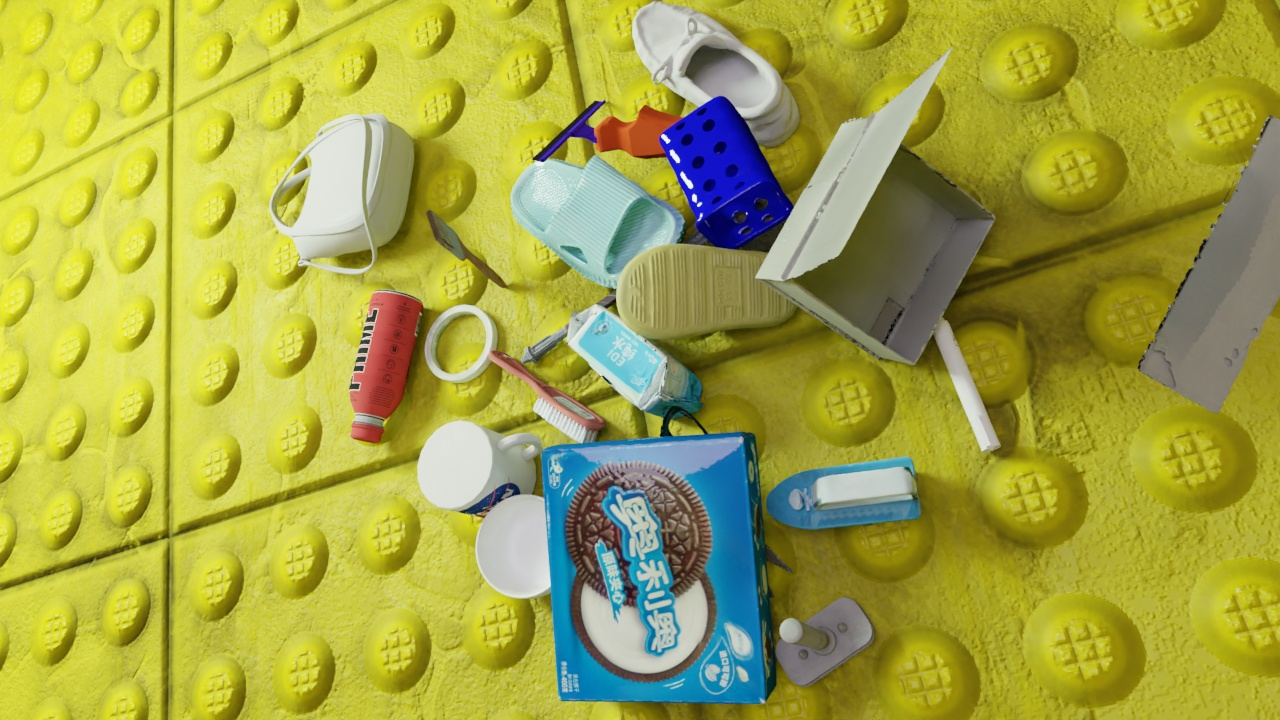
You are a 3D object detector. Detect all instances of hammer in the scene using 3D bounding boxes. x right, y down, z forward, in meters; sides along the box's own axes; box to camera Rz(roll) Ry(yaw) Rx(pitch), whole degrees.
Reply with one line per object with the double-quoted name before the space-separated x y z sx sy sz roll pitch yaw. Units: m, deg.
"hammer" -0.002 -0.087 0.989 0.322 0.044 0.098 -34 64 14

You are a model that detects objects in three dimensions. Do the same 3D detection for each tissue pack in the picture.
"tissue pack" -0.005 0.005 0.930 0.144 0.093 0.062 39 94 28

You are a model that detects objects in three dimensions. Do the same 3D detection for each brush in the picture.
"brush" -0.108 0.040 0.998 0.172 0.040 0.030 33 106 29
"brush" -0.188 -0.114 1.019 0.008 0.143 0.045 -32 55 10
"brush" 0.178 0.121 0.823 0.136 0.075 0.055 -11 69 20

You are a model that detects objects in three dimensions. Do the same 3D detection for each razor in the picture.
"razor" 0.144 0.235 0.779 0.088 0.116 0.047 -38 58 9

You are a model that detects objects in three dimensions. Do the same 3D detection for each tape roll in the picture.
"tape roll" -0.210 -0.020 1.073 0.093 0.013 0.093 -7 71 21

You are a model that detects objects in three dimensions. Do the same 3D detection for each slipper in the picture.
"slipper" -0.066 -0.163 0.998 0.276 0.069 0.116 34 94 41
"slipper" 0.074 -0.326 1.017 0.112 0.075 0.247 -37 60 -8
"slipper" 0.063 -0.068 0.916 0.190 0.082 0.091 -4 90 -16

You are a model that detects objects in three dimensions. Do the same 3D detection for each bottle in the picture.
"bottle" -0.304 0.009 1.078 0.062 0.062 0.176 3 76 25

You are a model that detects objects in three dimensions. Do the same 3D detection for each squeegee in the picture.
"squeegee" 0.012 -0.242 0.974 0.185 0.248 0.055 -2 118 14

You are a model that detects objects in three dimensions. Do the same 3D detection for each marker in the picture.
"marker" 0.294 0.020 0.834 0.017 0.020 0.133 -26 65 25

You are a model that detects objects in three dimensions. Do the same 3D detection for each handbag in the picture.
"handbag" -0.403 -0.210 1.177 0.223 0.095 0.215 -6 70 28

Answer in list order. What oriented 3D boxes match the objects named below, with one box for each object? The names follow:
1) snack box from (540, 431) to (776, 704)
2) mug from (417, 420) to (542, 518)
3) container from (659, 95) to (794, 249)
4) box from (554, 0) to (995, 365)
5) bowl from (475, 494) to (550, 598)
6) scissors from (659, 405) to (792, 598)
"snack box" 0.016 0.191 0.844 0.196 0.056 0.238 -6 87 17
"mug" -0.159 0.110 0.966 0.121 0.090 0.091 -31 64 12
"container" 0.082 -0.183 0.902 0.085 0.084 0.113 -30 63 17
"box" 0.139 -0.155 0.684 0.149 0.506 0.166 27 87 32
"bowl" -0.110 0.191 0.939 0.105 0.054 0.104 -4 76 18
"scissors" 0.052 0.159 0.890 0.155 0.015 0.209 -40 76 30
